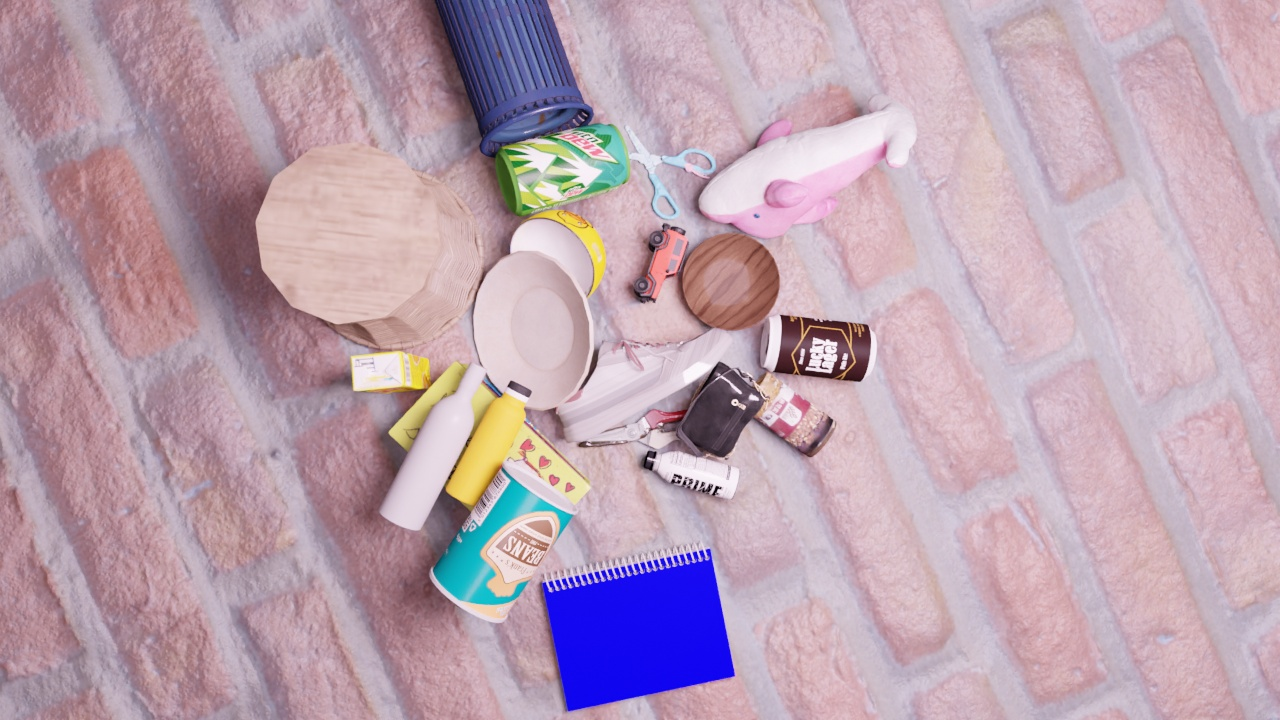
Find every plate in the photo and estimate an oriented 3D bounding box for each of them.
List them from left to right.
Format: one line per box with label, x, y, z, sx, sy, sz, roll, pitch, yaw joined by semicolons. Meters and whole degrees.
plate;-0.123;-0.036;1.088;0.189;0.027;0.189;7;102;35

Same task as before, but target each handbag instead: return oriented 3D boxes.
handbag;0.096;0.065;1.086;0.079;0.054;0.129;29;118;0

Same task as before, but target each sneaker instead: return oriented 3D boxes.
sneaker;-0.006;0.007;1.095;0.236;0.099;0.089;-30;95;4

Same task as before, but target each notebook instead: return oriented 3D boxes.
notebook;-0.003;0.324;1.127;0.209;0.022;0.171;-11;91;-2

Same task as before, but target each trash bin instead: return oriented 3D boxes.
trash bin;-0.161;-0.382;1.077;0.139;0.139;0.249;-19;88;-2

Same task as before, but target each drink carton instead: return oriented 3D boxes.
drink carton;-0.287;0.014;1.067;0.058;0.134;0.043;-6;86;0

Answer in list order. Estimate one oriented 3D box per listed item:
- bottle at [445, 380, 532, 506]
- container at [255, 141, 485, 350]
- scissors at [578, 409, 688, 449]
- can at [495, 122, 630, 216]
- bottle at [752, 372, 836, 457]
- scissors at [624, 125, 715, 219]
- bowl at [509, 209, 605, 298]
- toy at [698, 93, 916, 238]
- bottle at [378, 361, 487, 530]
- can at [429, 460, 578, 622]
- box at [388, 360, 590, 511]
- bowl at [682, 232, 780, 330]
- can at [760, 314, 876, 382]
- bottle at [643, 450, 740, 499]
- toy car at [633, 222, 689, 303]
bottle;-0.168;0.092;1.040;0.043;0.043;0.143;28;88;-1
container;-0.304;-0.128;1.037;0.227;0.196;0.227;0;89;-2
scissors;0.022;0.079;1.135;0.189;0.015;0.140;22;90;-1
can;-0.092;-0.228;1.089;0.144;0.083;0.083;-19;90;-17
bottle;0.180;0.066;1.119;0.105;0.056;0.056;36;88;-1
scissors;0.020;-0.230;1.144;0.139;0.015;0.118;13;88;5
bowl;-0.091;-0.129;1.099;0.117;0.067;0.117;15;125;22
toy;0.203;-0.215;1.097;0.266;0.186;0.128;-22;129;19
bottle;-0.227;0.092;1.035;0.052;0.052;0.195;27;89;-1
can;-0.150;0.198;1.009;0.099;0.099;0.144;34;89;-1
box;-0.177;0.116;1.097;0.124;0.079;0.221;-44;92;-2
bowl;0.110;-0.095;1.131;0.119;0.032;0.119;0;89;-2
can;0.215;-0.015;1.113;0.128;0.072;0.072;6;89;-2
bottle;0.061;0.136;1.122;0.116;0.041;0.041;16;88;-1
toy car;0.026;-0.116;1.119;0.049;0.051;0.100;18;88;0
